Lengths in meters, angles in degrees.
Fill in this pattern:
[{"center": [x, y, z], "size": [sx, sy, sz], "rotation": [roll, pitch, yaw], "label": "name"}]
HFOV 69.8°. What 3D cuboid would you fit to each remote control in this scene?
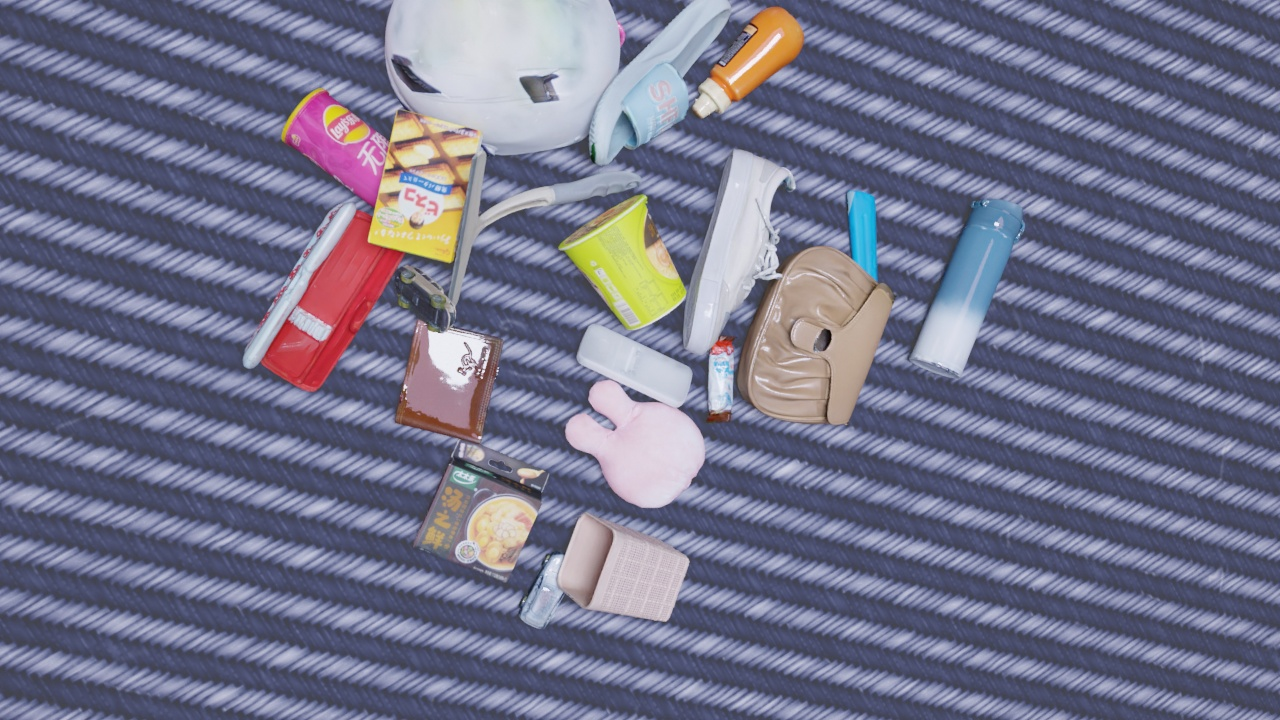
[{"center": [-0.006, 0.006, 1.052], "size": [0.136, 0.020, 0.055], "rotation": [25, 55, -9], "label": "remote control"}]

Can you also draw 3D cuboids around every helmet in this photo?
[{"center": [-0.149, -0.334, 0.957], "size": [0.258, 0.146, 0.229], "rotation": [8, 94, -4], "label": "helmet"}]

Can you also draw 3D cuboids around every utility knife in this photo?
[{"center": [0.268, -0.124, 1.103], "size": [0.034, 0.018, 0.159], "rotation": [-5, 94, -6], "label": "utility knife"}]

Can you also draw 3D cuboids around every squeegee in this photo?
[{"center": [-0.102, -0.174, 1.000], "size": [0.245, 0.247, 0.039], "rotation": [-25, 68, -31], "label": "squeegee"}]

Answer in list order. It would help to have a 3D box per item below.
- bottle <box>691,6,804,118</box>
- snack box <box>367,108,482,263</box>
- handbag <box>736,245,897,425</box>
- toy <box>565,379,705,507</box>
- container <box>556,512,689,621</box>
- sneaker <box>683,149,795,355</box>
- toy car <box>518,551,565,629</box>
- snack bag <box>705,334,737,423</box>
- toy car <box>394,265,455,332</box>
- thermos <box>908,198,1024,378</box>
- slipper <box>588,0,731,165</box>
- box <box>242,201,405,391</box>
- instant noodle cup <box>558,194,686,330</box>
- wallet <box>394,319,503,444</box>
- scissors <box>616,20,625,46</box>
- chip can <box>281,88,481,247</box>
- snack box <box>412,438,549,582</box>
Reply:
[{"center": [0.117, -0.335, 1.053], "size": [0.149, 0.066, 0.067], "rotation": [-44, 98, 2], "label": "bottle"}, {"center": [-0.220, -0.178, 0.942], "size": [0.087, 0.033, 0.140], "rotation": [14, 98, -6], "label": "snack box"}, {"center": [0.202, -0.024, 1.053], "size": [0.147, 0.100, 0.204], "rotation": [19, 93, -7], "label": "handbag"}, {"center": [-0.004, 0.093, 1.048], "size": [0.159, 0.054, 0.121], "rotation": [38, 78, -9], "label": "toy"}, {"center": [-0.017, 0.233, 1.024], "size": [0.111, 0.090, 0.090], "rotation": [21, 87, -29], "label": "container"}, {"center": [0.115, -0.115, 1.044], "size": [0.090, 0.089, 0.242], "rotation": [17, 83, -4], "label": "sneaker"}, {"center": [-0.105, 0.263, 1.050], "size": [0.043, 0.034, 0.090], "rotation": [30, 85, -6], "label": "toy car"}, {"center": [0.094, 0.022, 1.071], "size": [0.048, 0.026, 0.104], "rotation": [1, 91, -49], "label": "snack bag"}, {"center": [-0.232, -0.067, 0.998], "size": [0.090, 0.042, 0.035], "rotation": [39, 45, 24], "label": "toy car"}, {"center": [0.394, -0.088, 1.100], "size": [0.070, 0.070, 0.220], "rotation": [24, 88, -9], "label": "thermos"}, {"center": [0.029, -0.303, 1.015], "size": [0.074, 0.104, 0.245], "rotation": [38, 78, 4], "label": "slipper"}, {"center": [-0.336, -0.068, 0.967], "size": [0.095, 0.101, 0.201], "rotation": [32, 87, -8], "label": "box"}, {"center": [-0.012, -0.104, 1.021], "size": [0.111, 0.112, 0.123], "rotation": [-34, 105, -7], "label": "instant noodle cup"}, {"center": [-0.213, 0.023, 1.026], "size": [0.101, 0.032, 0.124], "rotation": [13, 91, -12], "label": "wallet"}, {"center": [-0.089, -0.361, 1.041], "size": [0.137, 0.017, 0.083], "rotation": [-30, 97, -3], "label": "scissors"}, {"center": [-0.276, -0.197, 0.987], "size": [0.210, 0.071, 0.071], "rotation": [38, 86, -8], "label": "chip can"}, {"center": [-0.177, 0.167, 1.030], "size": [0.113, 0.053, 0.125], "rotation": [23, 93, -9], "label": "snack box"}]
